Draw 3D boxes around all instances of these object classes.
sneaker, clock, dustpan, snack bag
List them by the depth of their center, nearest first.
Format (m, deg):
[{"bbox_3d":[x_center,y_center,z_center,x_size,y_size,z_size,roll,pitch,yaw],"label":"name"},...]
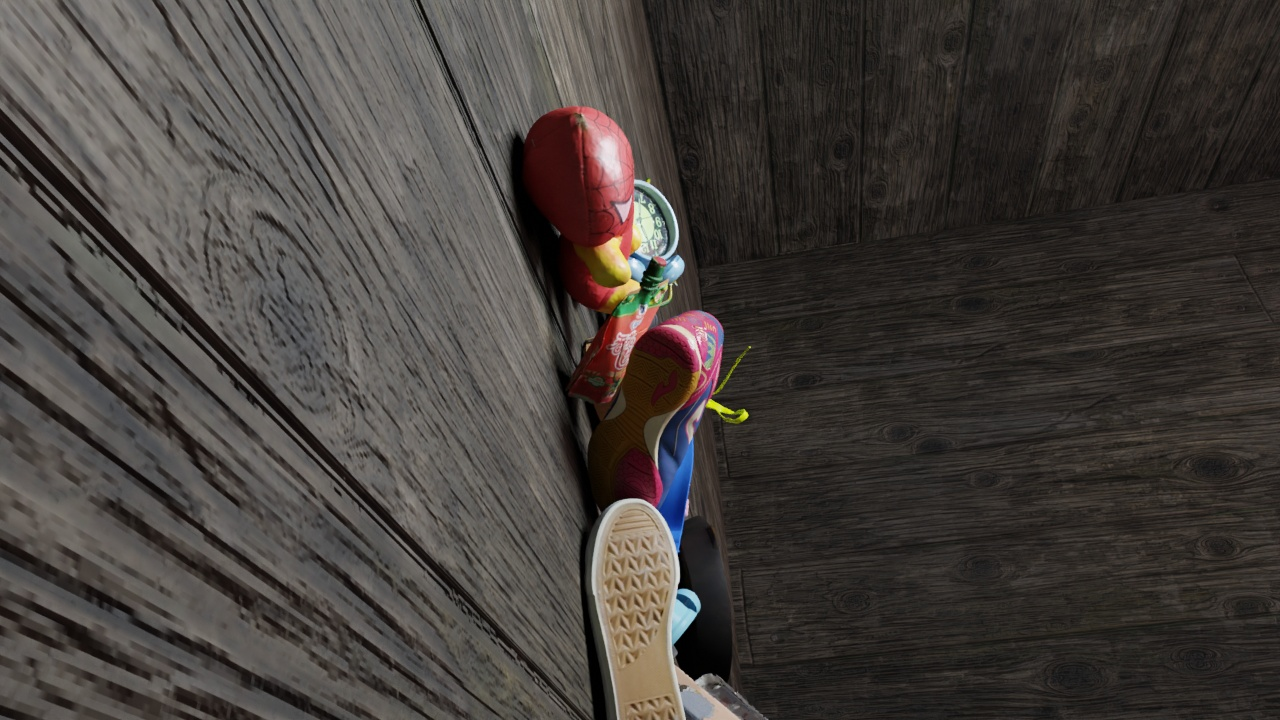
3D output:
[{"bbox_3d":[-0.012,0.245,0.829,0.079,0.087,0.235,138,-51,-64],"label":"sneaker"},{"bbox_3d":[-0.016,-0.031,0.843,0.087,0.044,0.155,-22,146,-56],"label":"snack bag"},{"bbox_3d":[0.026,0.063,0.868,0.090,0.116,0.242,-34,150,-51],"label":"sneaker"},{"bbox_3d":[0.017,0.183,0.986,0.257,0.059,0.246,-61,160,-69],"label":"dustpan"},{"bbox_3d":[0.035,0.307,1.059,0.042,0.087,0.123,40,10,9],"label":"clock"},{"bbox_3d":[-0.007,-0.136,1.065,0.117,0.060,0.162,-13,83,-44],"label":"clock"}]

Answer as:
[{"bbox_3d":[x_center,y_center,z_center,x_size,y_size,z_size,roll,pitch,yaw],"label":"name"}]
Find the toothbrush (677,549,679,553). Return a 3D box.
[{"bbox_3d":[0.016,0.192,1.158,0.132,0.016,0.021,59,0,37],"label":"toothbrush"}]

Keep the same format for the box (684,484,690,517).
[{"bbox_3d":[0.031,0.116,1.269,0.232,0.059,0.179,-36,118,-85],"label":"box"}]

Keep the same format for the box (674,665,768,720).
[{"bbox_3d":[0.064,0.349,0.890,0.107,0.094,0.216,54,-16,-18],"label":"box"}]

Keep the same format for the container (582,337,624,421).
[{"bbox_3d":[-0.019,0.033,0.964,0.061,0.063,0.114,-80,154,-57],"label":"container"}]

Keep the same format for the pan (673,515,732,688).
[{"bbox_3d":[0.057,0.292,1.287,0.355,0.043,0.249,-111,-160,-57],"label":"pan"}]

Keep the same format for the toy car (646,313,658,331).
[{"bbox_3d":[-0.007,0.007,1.113,0.081,0.056,0.189,-43,136,-83],"label":"toy car"}]

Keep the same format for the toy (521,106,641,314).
[{"bbox_3d":[-0.046,-0.137,0.839,0.216,0.099,0.147,74,0,-56],"label":"toy"}]
